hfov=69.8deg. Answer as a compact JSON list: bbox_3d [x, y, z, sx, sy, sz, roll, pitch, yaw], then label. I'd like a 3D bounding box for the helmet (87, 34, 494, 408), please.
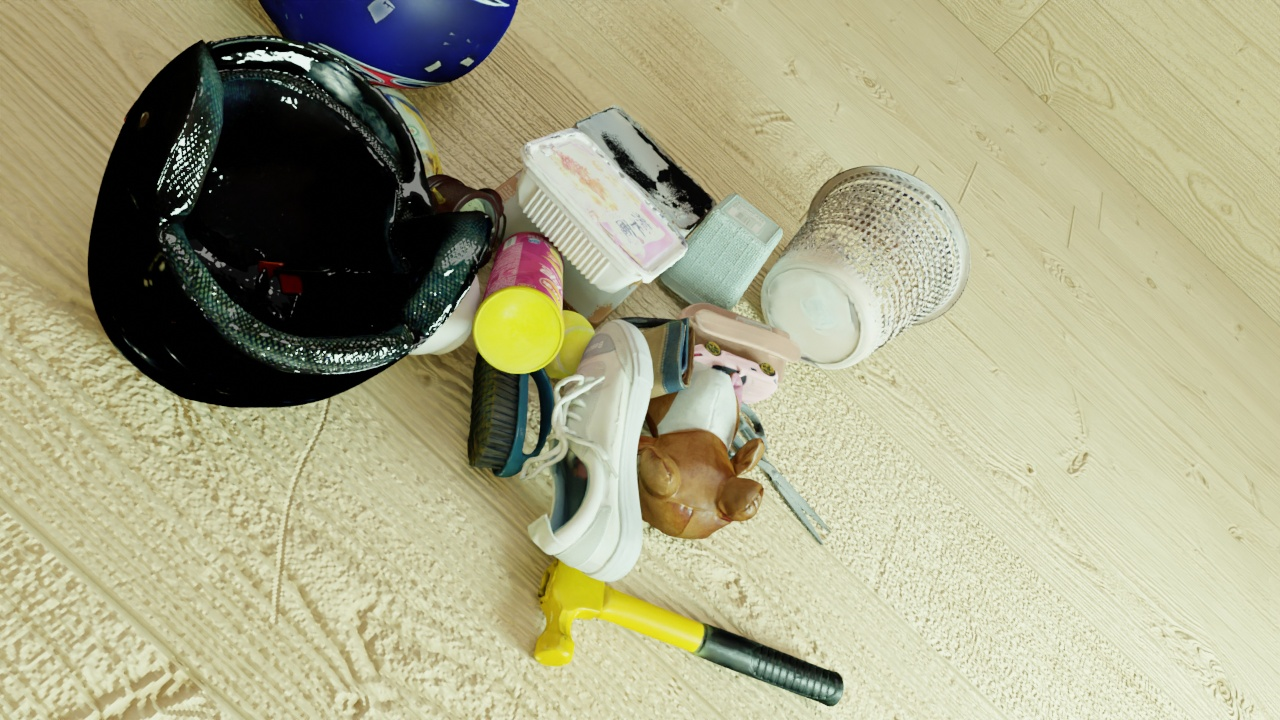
[{"bbox_3d":[-0.258,-0.094,0.656,0.233,0.231,0.274,31,40,-37],"label":"helmet"}]

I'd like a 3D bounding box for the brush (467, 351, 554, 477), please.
[{"bbox_3d":[-0.110,0.039,0.799,0.073,0.055,0.143,19,46,-26],"label":"brush"}]

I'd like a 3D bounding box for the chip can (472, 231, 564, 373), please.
[{"bbox_3d":[-0.102,-0.058,0.810,0.071,0.071,0.210,32,15,-14],"label":"chip can"}]

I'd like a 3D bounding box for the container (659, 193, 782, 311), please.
[{"bbox_3d":[0.097,-0.122,1.055,0.090,0.112,0.089,38,34,3],"label":"container"}]

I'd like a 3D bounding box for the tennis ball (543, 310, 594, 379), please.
[{"bbox_3d":[-0.073,-0.015,0.869,0.065,0.066,0.065,22,44,-24],"label":"tennis ball"}]

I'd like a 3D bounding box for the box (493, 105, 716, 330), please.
[{"bbox_3d":[-0.043,-0.163,1.009,0.178,0.105,0.259,44,34,-1],"label":"box"}]

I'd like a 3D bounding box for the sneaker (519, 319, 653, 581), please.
[{"bbox_3d":[-0.049,0.059,0.763,0.090,0.090,0.241,28,46,-30],"label":"sneaker"}]

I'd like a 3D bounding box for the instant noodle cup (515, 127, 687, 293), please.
[{"bbox_3d":[-0.046,-0.140,0.900,0.173,0.060,0.137,47,30,-1],"label":"instant noodle cup"}]

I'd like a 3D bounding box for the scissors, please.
[{"bbox_3d":[0.142,0.115,0.978,0.168,0.014,0.155,23,45,-24],"label":"scissors"}]

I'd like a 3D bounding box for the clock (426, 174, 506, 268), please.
[{"bbox_3d":[-0.169,-0.128,0.869,0.055,0.082,0.121,22,10,27],"label":"clock"}]

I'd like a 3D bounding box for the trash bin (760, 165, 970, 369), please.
[{"bbox_3d":[0.258,-0.098,1.124,0.227,0.228,0.191,47,52,4],"label":"trash bin"}]

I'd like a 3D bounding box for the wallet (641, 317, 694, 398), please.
[{"bbox_3d":[-0.005,0.005,0.873,0.033,0.115,0.090,53,32,-36],"label":"wallet"}]

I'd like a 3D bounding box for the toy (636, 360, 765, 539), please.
[{"bbox_3d":[0.049,0.066,0.868,0.140,0.131,0.199,21,35,-11],"label":"toy"}]

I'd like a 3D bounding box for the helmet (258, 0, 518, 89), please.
[{"bbox_3d":[-0.239,-0.399,0.931,0.240,0.248,0.314,56,31,8],"label":"helmet"}]

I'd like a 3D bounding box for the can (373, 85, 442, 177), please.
[{"bbox_3d":[-0.242,-0.201,0.900,0.074,0.049,0.148,-2,58,-40],"label":"can"}]

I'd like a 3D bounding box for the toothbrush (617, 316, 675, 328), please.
[{"bbox_3d":[0.039,-0.044,1.028,0.180,0.016,0.018,-3,53,-42],"label":"toothbrush"}]

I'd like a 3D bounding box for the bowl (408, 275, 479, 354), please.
[{"bbox_3d":[-0.182,-0.043,0.792,0.065,0.118,0.118,60,23,-45],"label":"bowl"}]

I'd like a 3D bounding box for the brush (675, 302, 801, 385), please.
[{"bbox_3d":[0.103,-0.023,1.010,0.145,0.073,0.063,20,73,-25],"label":"brush"}]

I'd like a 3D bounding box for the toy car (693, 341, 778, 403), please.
[{"bbox_3d":[0.093,0.018,0.986,0.122,0.056,0.037,19,47,-24],"label":"toy car"}]

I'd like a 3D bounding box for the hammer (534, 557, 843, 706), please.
[{"bbox_3d":[0.049,0.236,0.782,0.300,0.033,0.128,27,44,-20],"label":"hammer"}]
